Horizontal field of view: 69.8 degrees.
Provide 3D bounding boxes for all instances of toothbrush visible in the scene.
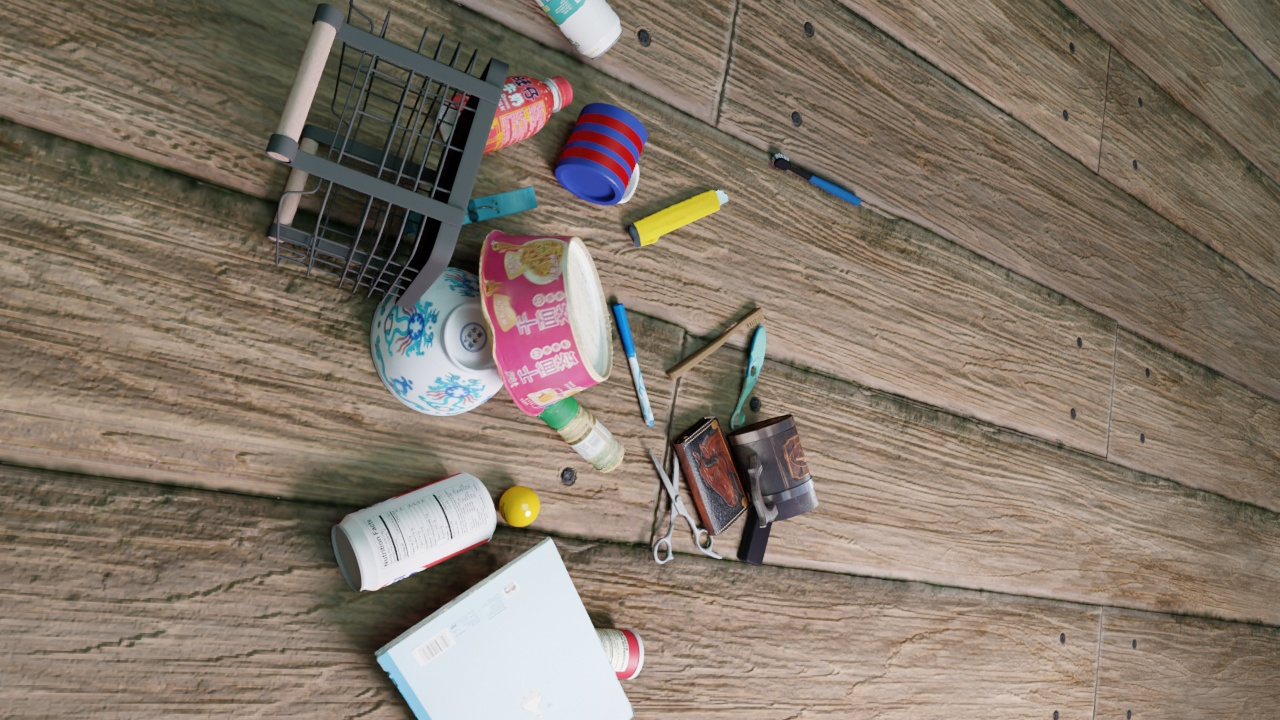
[{"bbox_3d":[0.091,-0.020,1.082,0.166,0.016,0.016,-34,108,-33],"label":"toothbrush"},{"bbox_3d":[0.232,-0.233,1.192,0.167,0.014,0.014,15,46,-37],"label":"toothbrush"},{"bbox_3d":[0.133,0.020,1.110,0.022,0.017,0.135,27,74,-32],"label":"toothbrush"}]

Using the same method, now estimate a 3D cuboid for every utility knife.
[{"bbox_3d":[0.047,-0.166,1.053,0.164,0.017,0.030,-28,109,-33],"label":"utility knife"}]

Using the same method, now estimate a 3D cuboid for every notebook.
[{"bbox_3d":[-0.116,0.309,0.866,0.180,0.009,0.254,-31,120,-20],"label":"notebook"}]

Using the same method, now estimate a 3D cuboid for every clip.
[{"bbox_3d":[-0.148,-0.142,0.859,0.129,0.121,0.031,-25,112,-47],"label":"clip"}]

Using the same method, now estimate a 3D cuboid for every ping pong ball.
[{"bbox_3d":[-0.120,0.144,0.906,0.040,0.040,0.040,1,88,-36],"label":"ping pong ball"}]

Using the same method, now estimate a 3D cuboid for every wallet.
[{"bbox_3d":[0.083,0.133,1.065,0.072,0.019,0.123,-34,109,-43],"label":"wallet"}]

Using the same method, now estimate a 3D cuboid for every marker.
[{"bbox_3d":[-0.006,0.006,1.012,0.013,0.013,0.142,-22,101,-35],"label":"marker"}]

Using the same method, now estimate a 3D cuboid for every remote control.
[{"bbox_3d":[0.151,0.181,1.119,0.032,0.015,0.136,26,74,-33],"label":"remote control"}]

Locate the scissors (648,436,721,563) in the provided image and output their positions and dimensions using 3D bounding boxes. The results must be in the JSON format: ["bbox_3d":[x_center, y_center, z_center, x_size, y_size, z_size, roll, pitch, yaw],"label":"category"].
[{"bbox_3d":[0.050,0.168,1.047,0.161,0.014,0.141,33,64,-37],"label":"scissors"}]

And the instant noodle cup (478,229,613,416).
[{"bbox_3d":[-0.080,-0.042,0.856,0.178,0.078,0.178,-10,89,-80],"label":"instant noodle cup"}]

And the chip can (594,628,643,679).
[{"bbox_3d":[-0.097,0.290,0.912,0.214,0.052,0.051,14,80,-35],"label":"chip can"}]

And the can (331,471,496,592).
[{"bbox_3d":[-0.202,0.153,0.826,0.131,0.070,0.070,-19,100,-35],"label":"can"}]

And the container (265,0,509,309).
[{"bbox_3d":[-0.207,-0.149,0.712,0.130,0.242,0.162,18,77,-19],"label":"container"}]

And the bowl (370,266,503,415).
[{"bbox_3d":[-0.168,-0.020,0.854,0.143,0.074,0.144,1,88,-36],"label":"bowl"}]

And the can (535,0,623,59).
[{"bbox_3d":[-0.068,-0.367,0.951,0.101,0.055,0.054,45,64,-27],"label":"can"}]

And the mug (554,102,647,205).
[{"bbox_3d":[-0.034,-0.206,0.969,0.112,0.075,0.076,47,59,-56],"label":"mug"}]

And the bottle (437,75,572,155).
[{"bbox_3d":[-0.127,-0.246,0.901,0.137,0.062,0.062,-32,107,-34],"label":"bottle"}]

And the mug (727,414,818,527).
[{"bbox_3d":[0.148,0.129,1.060,0.115,0.080,0.107,-19,90,-58],"label":"mug"}]

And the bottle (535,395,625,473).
[{"bbox_3d":[-0.063,0.070,0.950,0.111,0.043,0.043,46,64,-27],"label":"bottle"}]
